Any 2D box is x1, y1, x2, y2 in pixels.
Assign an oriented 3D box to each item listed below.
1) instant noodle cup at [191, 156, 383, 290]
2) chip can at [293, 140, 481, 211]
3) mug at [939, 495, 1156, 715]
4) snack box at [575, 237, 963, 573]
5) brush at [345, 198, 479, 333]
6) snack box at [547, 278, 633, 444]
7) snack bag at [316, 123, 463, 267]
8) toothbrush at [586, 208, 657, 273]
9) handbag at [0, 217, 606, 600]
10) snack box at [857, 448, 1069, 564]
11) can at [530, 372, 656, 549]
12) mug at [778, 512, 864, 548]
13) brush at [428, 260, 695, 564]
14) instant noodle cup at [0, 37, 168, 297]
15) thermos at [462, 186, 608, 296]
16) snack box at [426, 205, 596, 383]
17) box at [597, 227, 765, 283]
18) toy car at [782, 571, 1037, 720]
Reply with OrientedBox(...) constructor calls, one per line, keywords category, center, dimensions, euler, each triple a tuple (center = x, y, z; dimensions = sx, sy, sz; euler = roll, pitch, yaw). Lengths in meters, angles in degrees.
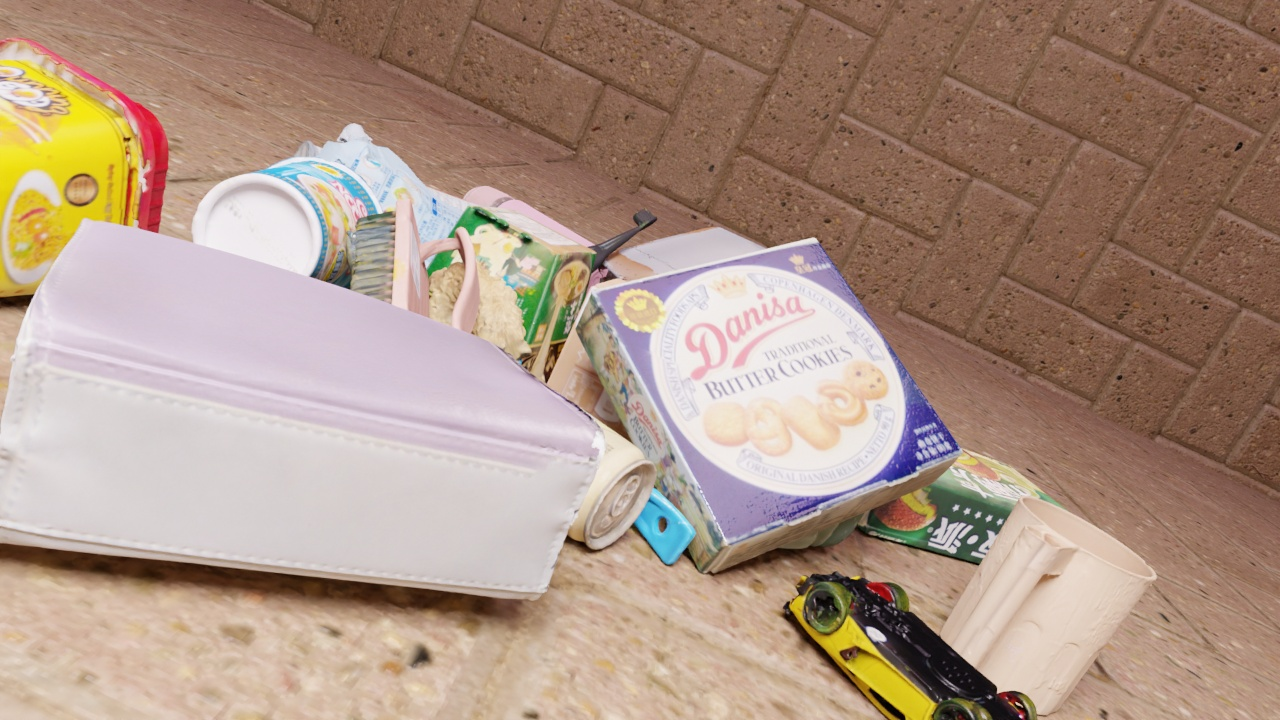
OrientedBox(category="instant noodle cup", center=(-0.216, -0.076, 0.559), dimensions=(0.099, 0.099, 0.110), euler=(24, 8, -8))
OrientedBox(category="chip can", center=(-0.207, -0.128, 0.832), dimensions=(0.214, 0.071, 0.071), euler=(16, 18, -34))
OrientedBox(category="mug", center=(0.231, 0.146, 0.544), dimensions=(0.124, 0.104, 0.084), euler=(10, 21, -47))
OrientedBox(category="snack box", center=(0.078, 0.018, 0.573), dimensions=(0.177, 0.046, 0.182), euler=(-16, 63, -27))
OrientedBox(category="brush", center=(-0.128, -0.032, 0.522), dimensions=(0.073, 0.063, 0.145), euler=(-8, 38, -8))
OrientedBox(category="snack box", center=(-0.004, 0.004, 0.665), dimensions=(0.093, 0.094, 0.077), euler=(28, 14, 8))
OrientedBox(category="snack bag", center=(-0.185, -0.116, 0.767), dimensions=(0.191, 0.039, 0.110), euler=(35, 46, -27))
OrientedBox(category="toothbrush", center=(-0.051, -0.089, 0.823), dimensions=(0.027, 0.026, 0.212), euler=(48, 50, 3))
OrientedBox(category="handbag", center=(-0.136, 0.021, 0.370), dimensions=(0.196, 0.098, 0.145), euler=(17, 19, -29))
OrientedBox(category="snack box", center=(0.261, 0.115, 0.787), dimensions=(0.240, 0.063, 0.114), euler=(19, 17, -27))
OrientedBox(category="can", center=(-0.052, 0.047, 0.499), dimensions=(0.116, 0.058, 0.058), euler=(33, 16, 27))
OrientedBox(category="mug", center=(0.095, 0.080, 0.614), dimensions=(0.106, 0.082, 0.111), euler=(27, 41, 0))
OrientedBox(category="brush", center=(-0.058, 0.028, 0.561), dimensions=(0.254, 0.083, 0.045), euler=(42, 14, 27))
OrientedBox(category="instant noodle cup", center=(-0.313, -0.084, 0.435), dimensions=(0.116, 0.116, 0.123), euler=(30, 26, 14))
OrientedBox(category="thermos", center=(-0.114, -0.124, 1.013), dimensions=(0.199, 0.067, 0.087), euler=(32, -16, 28))
OrientedBox(category="snack box", center=(-0.096, -0.052, 0.683), dimensions=(0.118, 0.106, 0.117), euler=(30, 14, 12))
OrientedBox(category="box", center=(0.041, -0.059, 0.836), dimensions=(0.148, 0.158, 0.181), euler=(20, 15, -22))
OrientedBox(category="toy car", center=(0.139, 0.159, 0.465), dimensions=(0.071, 0.041, 0.156), euler=(12, 18, -43))
